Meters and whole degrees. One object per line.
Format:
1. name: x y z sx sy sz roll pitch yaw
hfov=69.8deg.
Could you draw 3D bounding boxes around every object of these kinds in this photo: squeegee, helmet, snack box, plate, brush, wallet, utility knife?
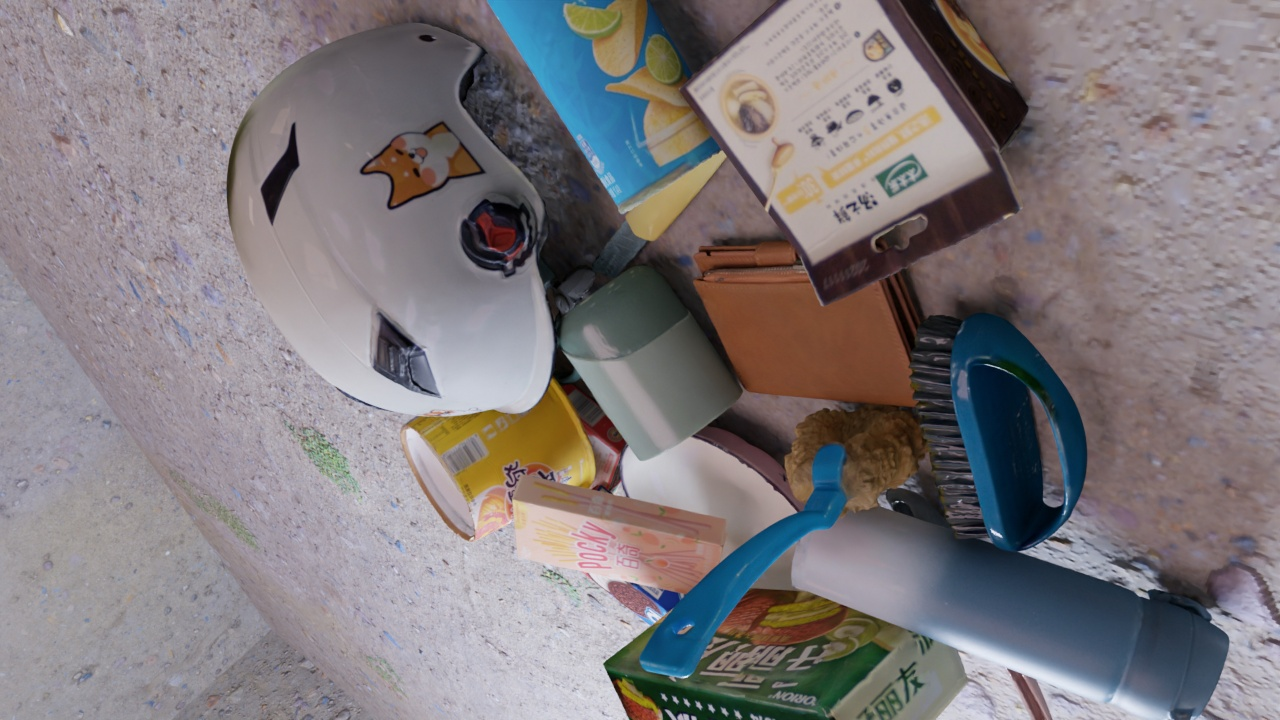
1. squeegee: 0.225 0.178 0.585 0.248 0.040 0.249 -25 100 41
2. helmet: -0.178 -0.078 0.604 0.231 0.156 0.274 -17 90 56
3. snack box: 0.087 0.212 0.624 0.241 0.114 0.063 -16 100 55
4. plate: 0.070 0.116 0.691 0.192 0.038 0.193 29 144 24
5. snack box: 0.021 0.195 0.792 0.207 0.057 0.058 39 148 -5
6. brush: 0.185 0.040 0.463 0.074 0.055 0.144 7 130 46
7. brush: 0.078 0.078 0.462 0.083 0.253 0.046 -3 107 37
8. snack box: -0.053 0.089 0.812 0.077 0.026 0.156 37 147 13
9. wallet: 0.096 -0.020 0.522 0.132 0.031 0.108 3 131 47
10. snack box: 0.094 -0.104 0.405 0.125 0.053 0.113 51 142 -9
11. utility knife: 0.014 -0.099 0.540 0.031 0.022 0.213 47 141 1
12. snack box: -0.017 0.134 0.690 0.157 0.026 0.085 11 139 6

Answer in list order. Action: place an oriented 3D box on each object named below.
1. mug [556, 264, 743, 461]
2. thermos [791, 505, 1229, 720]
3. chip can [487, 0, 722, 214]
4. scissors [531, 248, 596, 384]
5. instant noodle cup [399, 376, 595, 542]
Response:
1. mug: -0.004 0.004 0.606 0.106 0.082 0.112 54 146 -3
2. thermos: 0.197 0.134 0.512 0.221 0.070 0.070 16 138 24
3. chip can: -0.038 -0.179 0.451 0.071 0.071 0.210 -18 107 55
4. scissors: -0.087 -0.054 0.705 0.181 0.019 0.171 47 149 1
5. instant noodle cup: -0.120 0.074 0.747 0.138 0.109 0.138 39 147 32
